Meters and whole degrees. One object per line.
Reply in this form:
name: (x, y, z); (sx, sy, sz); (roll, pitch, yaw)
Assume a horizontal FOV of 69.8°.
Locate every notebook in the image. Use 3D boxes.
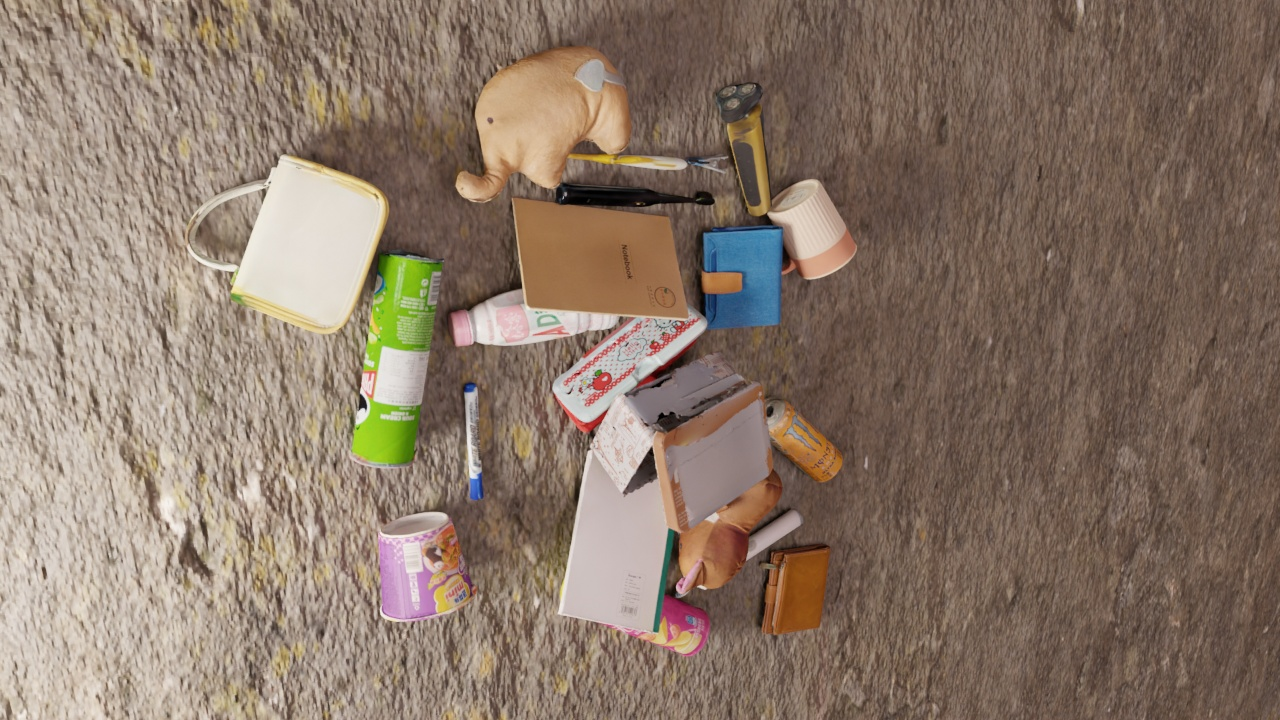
notebook: (-0.021, 0.234, 1.183); (0.150, 0.012, 0.208); (21, 68, -29)
notebook: (-0.046, -0.119, 1.082); (0.207, 0.008, 0.147); (2, 64, -27)

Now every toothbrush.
toothbrush: (0.140, 0.279, 1.318); (0.220, 0.026, 0.026); (-29, 147, -17)
toothbrush: (-0.027, -0.241, 1.101); (0.191, 0.018, 0.016); (-1, 105, -25)
toothbrush: (-0.001, -0.201, 1.123); (0.212, 0.027, 0.026); (-3, 149, -27)

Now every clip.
clip: (0.086, -0.251, 1.153); (0.056, 0.024, 0.028); (-2, 108, -30)

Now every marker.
marker: (-0.200, 0.098, 1.104); (0.016, 0.017, 0.146); (-8, 106, -25)

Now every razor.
razor: (0.136, -0.264, 1.160); (0.067, 0.062, 0.167); (-46, 130, -46)

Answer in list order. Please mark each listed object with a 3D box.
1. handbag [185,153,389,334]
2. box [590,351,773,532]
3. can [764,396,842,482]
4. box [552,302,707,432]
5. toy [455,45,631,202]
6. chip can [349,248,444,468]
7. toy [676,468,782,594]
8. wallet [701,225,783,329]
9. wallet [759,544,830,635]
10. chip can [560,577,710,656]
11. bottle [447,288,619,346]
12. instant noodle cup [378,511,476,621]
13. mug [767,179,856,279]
handbag: (-0.365, -0.129, 0.946); (0.178, 0.063, 0.163); (21, 93, -15)
box: (0.070, 0.103, 1.111); (0.181, 0.168, 0.151); (-22, 156, -34)
can: (0.223, 0.113, 1.297); (0.146, 0.058, 0.058); (41, 83, -29)
box: (-0.006, 0.006, 1.131); (0.201, 0.099, 0.095); (-39, 116, -12)
toy: (-0.118, -0.262, 1.014); (0.225, 0.082, 0.143); (-31, 95, -13)
chip can: (-0.268, -0.002, 1.011); (0.072, 0.072, 0.236); (6, 100, -28)
toy: (0.105, 0.218, 1.233); (0.140, 0.131, 0.199); (20, 89, -58)
wallet: (0.131, -0.107, 1.186); (0.106, 0.040, 0.133); (-3, 112, -5)
wallet: (0.230, 0.345, 1.375); (0.119, 0.035, 0.131); (1, 101, -27)
chip can: (-0.004, 0.335, 1.233); (0.210, 0.071, 0.071); (30, 89, -30)
bottle: (-0.125, -0.055, 1.076); (0.196, 0.068, 0.068); (-12, 108, -20)
instant noodle cup: (-0.254, 0.235, 1.067); (0.111, 0.112, 0.099); (-12, 98, -24)
mug: (0.211, -0.166, 1.213); (0.115, 0.081, 0.106); (-30, 115, 10)
